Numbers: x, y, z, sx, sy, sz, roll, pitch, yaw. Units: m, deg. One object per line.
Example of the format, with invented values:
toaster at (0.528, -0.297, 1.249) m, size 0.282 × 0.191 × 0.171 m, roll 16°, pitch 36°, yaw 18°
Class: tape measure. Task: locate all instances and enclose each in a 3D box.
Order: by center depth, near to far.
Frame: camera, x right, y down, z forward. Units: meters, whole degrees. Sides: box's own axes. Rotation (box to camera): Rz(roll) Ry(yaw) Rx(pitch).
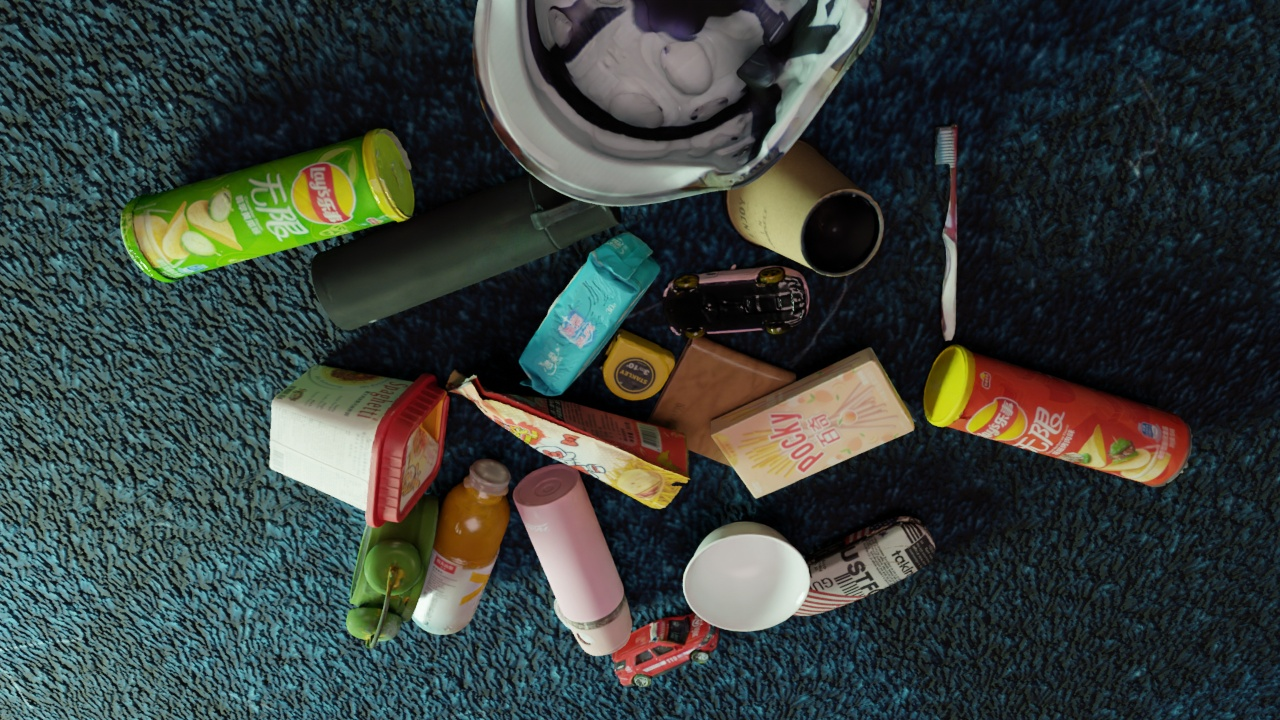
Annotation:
tape measure at (-0.005, 0.005, 0.800) m, size 0.060 × 0.028 × 0.057 m, roll 24°, pitch 115°, yaw -13°

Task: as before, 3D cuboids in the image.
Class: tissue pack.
tissue pack at (-0.042, -0.036, 0.740) m, size 0.050 × 0.093 × 0.134 m, roll 38°, pitch 112°, yaw 0°

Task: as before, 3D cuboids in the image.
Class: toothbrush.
toothbrush at (0.249, -0.099, 0.748) m, size 0.017 × 0.016 × 0.188 m, roll -3°, pitch 118°, yaw 12°

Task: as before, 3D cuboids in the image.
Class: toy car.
toy car at (0.079, -0.051, 0.767) m, size 0.122 × 0.037 × 0.056 m, roll -3°, pitch 116°, yaw 17°
toy car at (0.025, 0.293, 0.941) m, size 0.121 × 0.052 × 0.045 m, roll -27°, pitch 112°, yaw 16°

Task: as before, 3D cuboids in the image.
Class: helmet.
helmet at (0.020, -0.236, 0.605) m, size 0.229 × 0.145 × 0.259 m, roll 38°, pitch 121°, yaw -16°

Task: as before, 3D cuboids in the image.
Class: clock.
clock at (-0.225, 0.186, 0.830) m, size 0.056 × 0.161 × 0.116 m, roll 14°, pitch 118°, yaw -17°

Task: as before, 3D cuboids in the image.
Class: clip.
clip at (0.222, 0.036, 0.817) m, size 0.058 × 0.026 × 0.038 m, roll 40°, pitch 119°, yaw -14°

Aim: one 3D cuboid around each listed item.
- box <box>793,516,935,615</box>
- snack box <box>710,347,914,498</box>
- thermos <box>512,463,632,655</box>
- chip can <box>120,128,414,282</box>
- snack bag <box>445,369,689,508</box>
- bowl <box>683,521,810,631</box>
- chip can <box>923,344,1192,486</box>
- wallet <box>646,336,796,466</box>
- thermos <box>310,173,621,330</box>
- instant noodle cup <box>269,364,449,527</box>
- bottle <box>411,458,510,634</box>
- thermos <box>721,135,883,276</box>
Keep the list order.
box at (0.208, 0.206, 0.895) m, size 0.164 × 0.051 × 0.068 m, roll -33°, pitch 132°, yaw 17°
snack box at (0.149, 0.057, 0.803) m, size 0.157 × 0.026 × 0.084 m, roll -28°, pitch 117°, yaw 19°
thermos at (-0.068, 0.196, 0.890) m, size 0.087 × 0.067 × 0.199 m, roll 4°, pitch 125°, yaw 35°
chip can at (-0.291, -0.118, 0.716) m, size 0.221 × 0.072 × 0.073 m, roll -13°, pitch 117°, yaw 8°
snack bag at (-0.063, 0.059, 0.787) m, size 0.207 × 0.129 × 0.073 m, roll 24°, pitch 85°, yaw -17°
bowl at (0.099, 0.194, 0.880) m, size 0.118 × 0.064 × 0.118 m, roll 0°, pitch 118°, yaw 0°
chip can at (0.358, 0.050, 0.794) m, size 0.216 × 0.073 × 0.073 m, roll 17°, pitch 117°, yaw -8°
wallet at (0.069, 0.039, 0.825) m, size 0.101 × 0.020 × 0.115 m, roll 21°, pitch 119°, yaw -8°
thermos at (-0.139, -0.093, 0.717) m, size 0.243 × 0.089 × 0.068 m, roll -19°, pitch 100°, yaw 11°
instant noodle cup at (-0.245, 0.065, 0.797) m, size 0.124 × 0.116 × 0.117 m, roll 16°, pitch 117°, yaw 5°
bottle at (-0.169, 0.177, 0.874) m, size 0.068 × 0.068 × 0.190 m, roll 19°, pitch 117°, yaw -9°
thermos at (0.119, -0.112, 0.678) m, size 0.093 × 0.143 × 0.093 m, roll -5°, pitch 115°, yaw -11°
